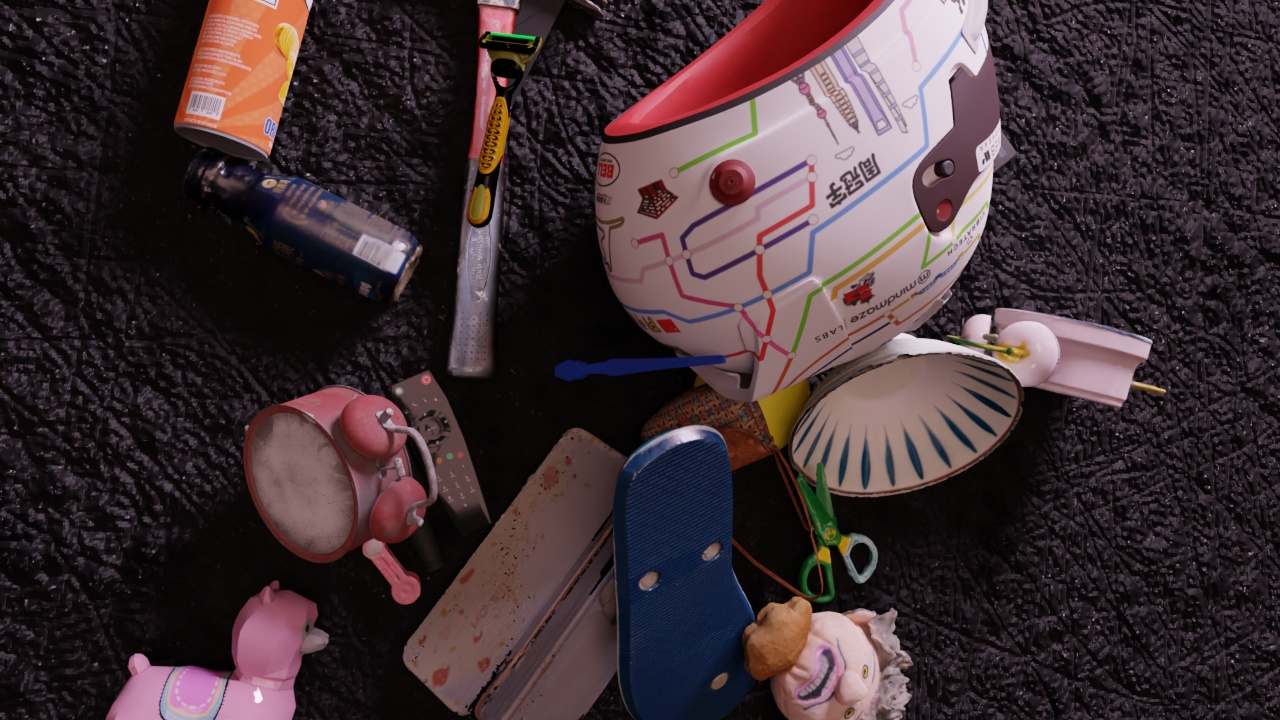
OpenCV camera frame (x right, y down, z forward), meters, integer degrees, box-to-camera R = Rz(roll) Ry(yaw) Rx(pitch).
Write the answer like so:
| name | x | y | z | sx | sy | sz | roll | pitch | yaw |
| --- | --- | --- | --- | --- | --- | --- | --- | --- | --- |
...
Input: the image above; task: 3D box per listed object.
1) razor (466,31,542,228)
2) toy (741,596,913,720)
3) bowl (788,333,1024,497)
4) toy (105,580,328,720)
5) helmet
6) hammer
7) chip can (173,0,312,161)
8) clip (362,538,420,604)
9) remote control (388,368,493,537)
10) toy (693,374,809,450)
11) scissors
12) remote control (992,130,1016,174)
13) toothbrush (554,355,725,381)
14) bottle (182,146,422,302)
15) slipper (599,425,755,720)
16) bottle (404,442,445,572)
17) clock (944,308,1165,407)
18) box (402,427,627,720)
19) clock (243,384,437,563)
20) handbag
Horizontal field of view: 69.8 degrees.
| name | x | y | z | sx | sy | sz | roll | pitch | yaw |
| --- | --- | --- | --- | --- | --- | --- | --- | --- | --- |
| razor | -0.105 | -0.166 | 0.661 | 0.044 | 0.021 | 0.144 | 10 | 86 | 9 |
| toy | 0.143 | 0.233 | 0.687 | 0.176 | 0.076 | 0.132 | 35 | 75 | -32 |
| bowl | 0.195 | 0.028 | 0.711 | 0.177 | 0.178 | 0.070 | 2 | 48 | -12 |
| toy | -0.286 | 0.227 | 0.621 | 0.123 | 0.067 | 0.157 | 13 | 81 | -10 |
| helmet | 0.121 | -0.120 | 0.634 | 0.314 | 0.231 | 0.236 | -41 | 116 | -7 |
| hammer | -0.106 | -0.148 | 0.688 | 0.140 | 0.036 | 0.326 | 5 | 88 | -10 |
| chip can | -0.265 | -0.251 | 0.642 | 0.062 | 0.062 | 0.210 | 14 | 85 | -11 |
| clip | -0.180 | 0.151 | 0.660 | 0.022 | 0.039 | 0.059 | -39 | 92 | -8 |
| remote control | -0.147 | 0.070 | 0.683 | 0.039 | 0.010 | 0.124 | -24 | 93 | -12 |
| toy | 0.088 | 0.028 | 0.720 | 0.094 | 0.041 | 0.095 | -35 | 97 | -5 |
| scissors | 0.157 | 0.131 | 0.725 | 0.078 | 0.013 | 0.132 | -15 | 112 | -16 |
| remote control | 0.249 | -0.148 | 0.771 | 0.140 | 0.021 | 0.045 | -38 | 95 | -6 |
| toothbrush | -0.004 | 0.004 | 0.633 | 0.011 | 0.187 | 0.016 | -1 | 88 | -38 |
| bottle | -0.236 | -0.097 | 0.646 | 0.160 | 0.056 | 0.056 | 27 | 83 | -10 |
| slipper | 0.021 | 0.159 | 0.643 | 0.118 | 0.060 | 0.295 | -26 | 129 | -24 |
| bottle | -0.172 | 0.095 | 0.666 | 0.033 | 0.033 | 0.123 | -23 | 94 | -12 |
| clock | 0.322 | -0.006 | 0.733 | 0.158 | 0.117 | 0.059 | 12 | 94 | -14 |
| box | -0.061 | 0.171 | 0.686 | 0.217 | 0.094 | 0.121 | -53 | 126 | -9 |
| clock | -0.191 | 0.072 | 0.611 | 0.061 | 0.157 | 0.110 | -25 | 104 | -55 |
| handbag | 0.080 | 0.110 | 0.698 | 0.094 | 0.043 | 0.196 | -27 | 101 | 27 |
